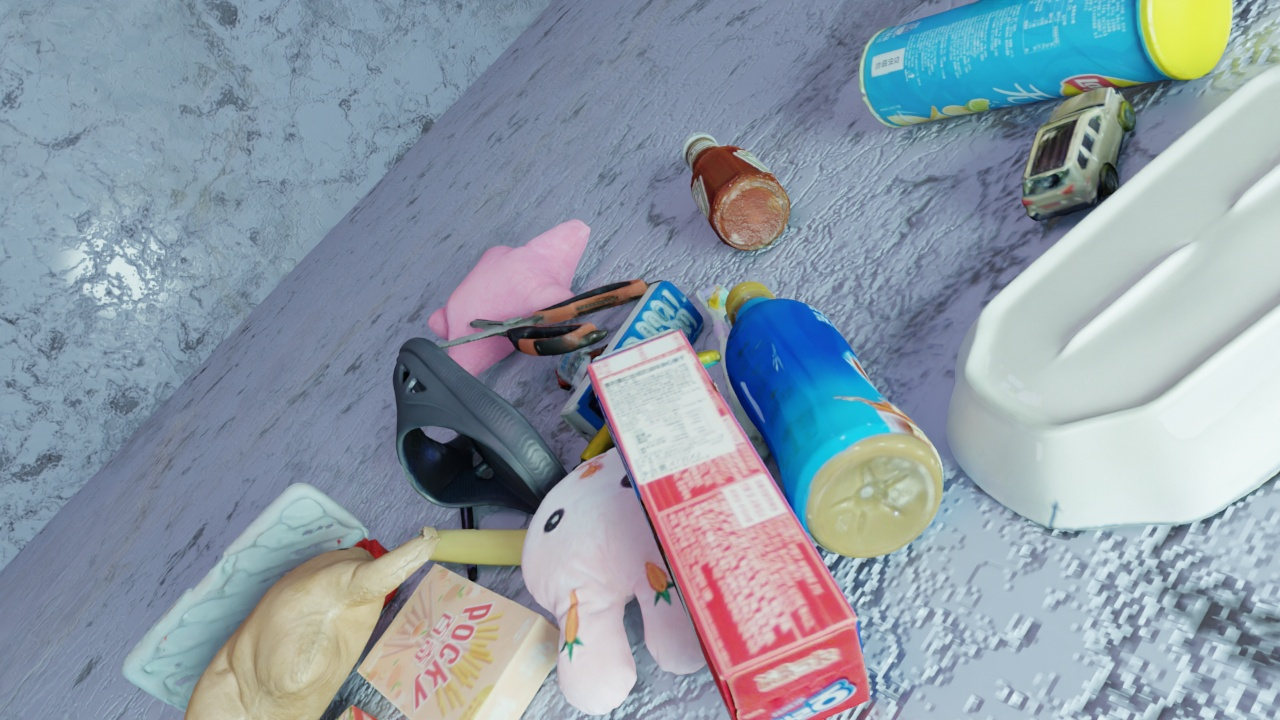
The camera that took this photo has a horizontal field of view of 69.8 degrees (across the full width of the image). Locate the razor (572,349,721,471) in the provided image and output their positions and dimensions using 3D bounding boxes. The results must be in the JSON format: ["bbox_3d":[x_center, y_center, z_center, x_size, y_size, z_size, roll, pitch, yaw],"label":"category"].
[{"bbox_3d":[0.004,0.029,0.546,0.043,0.028,0.133,-24,-16,-47],"label":"razor"}]

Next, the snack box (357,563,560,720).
[{"bbox_3d":[-0.110,0.176,0.548,0.157,0.026,0.084,-1,49,56],"label":"snack box"}]

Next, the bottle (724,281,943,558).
[{"bbox_3d":[0.081,0.011,0.470,0.065,0.065,0.218,-39,26,11],"label":"bottle"}]

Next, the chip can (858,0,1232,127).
[{"bbox_3d":[0.229,-0.188,0.553,0.071,0.071,0.210,-51,25,-14],"label":"chip can"}]

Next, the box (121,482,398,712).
[{"bbox_3d":[-0.287,0.200,0.690,0.201,0.100,0.095,-47,25,-5],"label":"box"}]

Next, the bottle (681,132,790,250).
[{"bbox_3d":[0.067,-0.147,0.746,0.060,0.060,0.206,-39,25,10],"label":"bottle"}]

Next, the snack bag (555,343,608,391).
[{"bbox_3d":[-0.044,0.005,0.684,0.045,0.026,0.105,-62,15,-3],"label":"snack bag"}]

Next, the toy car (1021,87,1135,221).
[{"bbox_3d":[0.228,-0.112,0.481,0.042,0.035,0.090,-10,39,48],"label":"toy car"}]

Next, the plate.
[{"bbox_3d":[0.233,-0.043,0.366,0.266,0.034,0.162,-41,25,7],"label":"plate"}]

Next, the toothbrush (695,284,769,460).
[{"bbox_3d":[0.058,0.002,0.575,0.189,0.029,0.020,-96,14,-58],"label":"toothbrush"}]

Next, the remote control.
[{"bbox_3d":[-0.004,0.004,0.629,0.024,0.049,0.124,-7,43,55],"label":"remote control"}]

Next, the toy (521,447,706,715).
[{"bbox_3d":[-0.007,0.102,0.481,0.121,0.054,0.159,-30,34,10],"label":"toy"}]

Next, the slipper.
[{"bbox_3d":[-0.137,0.057,0.662,0.083,0.111,0.268,-41,29,-16],"label":"slipper"}]

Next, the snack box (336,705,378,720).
[{"bbox_3d":[-0.169,0.263,0.501,0.075,0.025,0.153,-47,25,-5],"label":"snack box"}]

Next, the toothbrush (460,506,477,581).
[{"bbox_3d":[-0.132,0.110,0.703,0.014,0.016,0.189,-47,27,10],"label":"toothbrush"}]

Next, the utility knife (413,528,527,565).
[{"bbox_3d":[-0.110,0.124,0.626,0.179,0.019,0.030,-5,43,40],"label":"utility knife"}]

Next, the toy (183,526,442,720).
[{"bbox_3d":[-0.214,0.178,0.592,0.226,0.082,0.143,-53,26,5],"label":"toy"}]

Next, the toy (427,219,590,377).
[{"bbox_3d":[-0.125,-0.068,0.884,0.195,0.074,0.178,-34,38,12],"label":"toy"}]

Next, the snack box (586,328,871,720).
[{"bbox_3d":[0.031,0.065,0.415,0.058,0.057,0.207,-22,37,-4],"label":"snack box"}]

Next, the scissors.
[{"bbox_3d":[-0.087,-0.027,0.736,0.225,0.015,0.188,-16,16,4],"label":"scissors"}]
